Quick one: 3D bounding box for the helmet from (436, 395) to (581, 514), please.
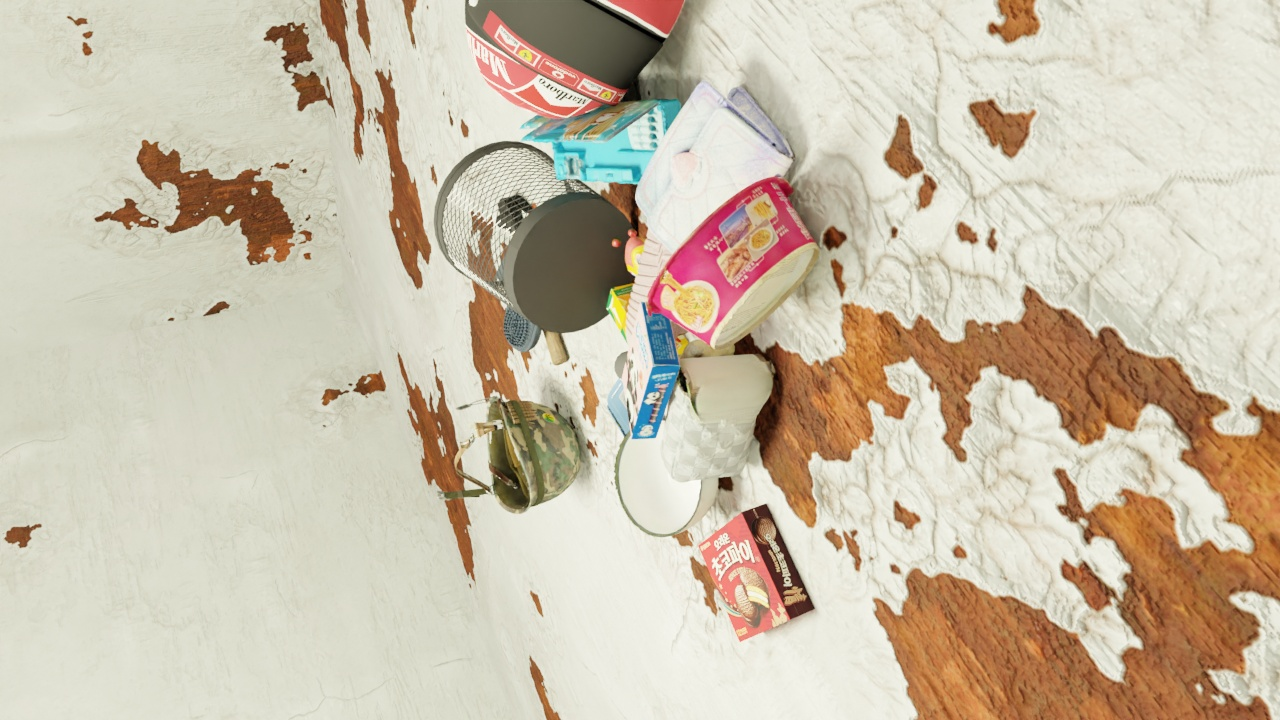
[{"bbox_3d":[-0.231,0.163,1.617,0.224,0.235,0.193,46,140,29],"label":"helmet"}]

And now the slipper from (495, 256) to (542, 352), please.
[{"bbox_3d":[-0.200,-0.124,1.515,0.101,0.082,0.264,38,128,28],"label":"slipper"}]

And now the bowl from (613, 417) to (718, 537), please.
[{"bbox_3d":[0.044,0.150,1.193,0.154,0.072,0.153,-3,86,45],"label":"bowl"}]

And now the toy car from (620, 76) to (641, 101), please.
[{"bbox_3d":[-0.030,-0.330,1.130,0.047,0.047,0.112,9,112,59],"label":"toy car"}]

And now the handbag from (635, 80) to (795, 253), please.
[{"bbox_3d":[0.071,-0.185,0.930,0.159,0.069,0.126,-53,55,35],"label":"handbag"}]

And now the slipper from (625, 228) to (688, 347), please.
[{"bbox_3d":[0.045,-0.107,1.088,0.094,0.064,0.239,32,115,54],"label":"slipper"}]

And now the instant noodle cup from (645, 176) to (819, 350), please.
[{"bbox_3d":[0.097,-0.083,0.879,0.077,0.178,0.179,48,149,14],"label":"instant noodle cup"}]

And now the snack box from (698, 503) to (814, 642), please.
[{"bbox_3d":[0.138,0.265,1.133,0.132,0.035,0.152,66,154,18],"label":"snack box"}]

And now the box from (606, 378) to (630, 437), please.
[{"bbox_3d":[0.009,0.126,1.319,0.209,0.047,0.122,57,151,35],"label":"box"}]

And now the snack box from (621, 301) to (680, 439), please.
[{"bbox_3d":[0.009,0.013,1.027,0.154,0.033,0.087,105,159,-54],"label":"snack box"}]

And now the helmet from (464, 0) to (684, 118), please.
[{"bbox_3d":[-0.082,-0.376,0.991,0.225,0.197,0.271,-59,40,20],"label":"helmet"}]

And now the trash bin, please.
[{"bbox_3d":[-0.143,-0.169,1.280,0.227,0.217,0.218,39,138,47],"label":"trash bin"}]

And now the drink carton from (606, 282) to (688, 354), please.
[{"bbox_3d":[0.009,-0.044,1.201,0.122,0.058,0.041,60,152,29],"label":"drink carton"}]

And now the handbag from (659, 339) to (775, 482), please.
[{"bbox_3d":[0.076,0.056,1.062,0.123,0.112,0.172,-114,23,-43],"label":"handbag"}]

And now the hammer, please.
[{"bbox_3d":[-0.186,-0.139,1.599,0.305,0.040,0.132,71,159,8],"label":"hammer"}]

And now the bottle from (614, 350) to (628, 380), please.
[{"bbox_3d":[-0.008,0.007,1.283,0.113,0.047,0.047,-13,92,66],"label":"bottle"}]

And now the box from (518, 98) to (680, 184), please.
[{"bbox_3d":[-0.064,-0.250,1.067,0.227,0.116,0.097,16,117,49],"label":"box"}]

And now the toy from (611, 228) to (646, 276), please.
[{"bbox_3d":[0.010,-0.121,1.174,0.084,0.046,0.103,-23,93,44],"label":"toy"}]
